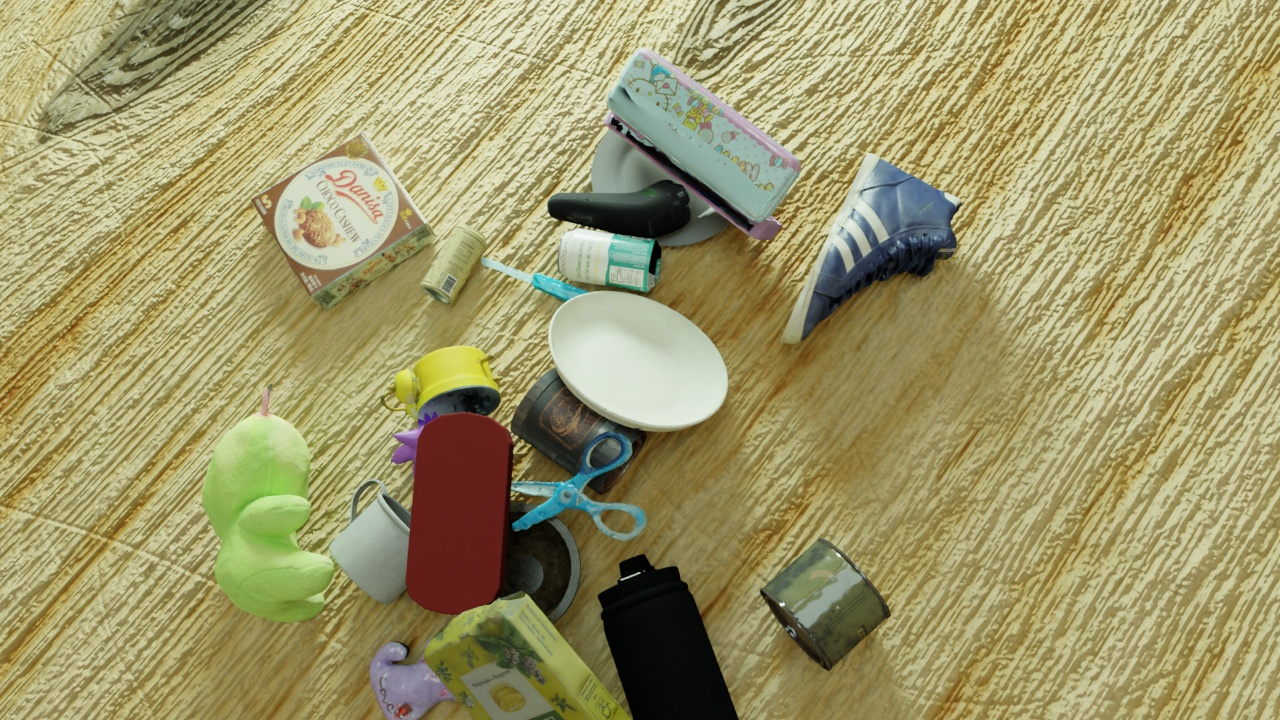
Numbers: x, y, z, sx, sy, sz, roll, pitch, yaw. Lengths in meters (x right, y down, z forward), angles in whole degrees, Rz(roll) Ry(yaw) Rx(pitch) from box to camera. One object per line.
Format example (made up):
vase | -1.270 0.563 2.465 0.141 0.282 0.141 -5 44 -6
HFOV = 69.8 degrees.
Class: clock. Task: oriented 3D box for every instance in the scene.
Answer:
clock | -0.195 0.031 0.903 0.118 0.083 0.057 -17 66 -5

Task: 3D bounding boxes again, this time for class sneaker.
sneaker | 0.239 -0.091 0.916 0.118 0.091 0.232 24 66 9

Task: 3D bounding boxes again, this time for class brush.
brush | -0.157 0.134 0.814 0.082 0.042 0.173 2 81 3

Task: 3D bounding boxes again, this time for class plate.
plate | -0.005 0.005 0.888 0.182 0.034 0.182 15 41 -13
plate | 0.035 -0.204 1.003 0.178 0.012 0.178 -1 71 3

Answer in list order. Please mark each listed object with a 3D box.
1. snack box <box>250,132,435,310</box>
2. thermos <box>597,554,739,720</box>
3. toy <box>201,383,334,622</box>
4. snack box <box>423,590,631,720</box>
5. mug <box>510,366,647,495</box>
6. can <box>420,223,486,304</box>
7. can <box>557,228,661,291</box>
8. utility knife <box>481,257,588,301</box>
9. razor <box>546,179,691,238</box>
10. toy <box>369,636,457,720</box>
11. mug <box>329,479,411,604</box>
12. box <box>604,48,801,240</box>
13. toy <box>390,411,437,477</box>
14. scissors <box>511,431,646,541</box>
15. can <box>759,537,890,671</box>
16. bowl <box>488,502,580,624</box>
snack box | -0.321 -0.152 0.994 0.147 0.041 0.143 -34 72 -7
thermos | 0.023 0.268 0.805 0.086 0.086 0.198 -20 71 -3
toy | -0.351 0.141 0.849 0.107 0.151 0.196 -17 68 -34
snack box | -0.090 0.283 0.762 0.122 0.045 0.181 -31 100 34
mug | -0.048 0.056 0.889 0.107 0.080 0.115 35 66 13
can | -0.197 -0.102 0.971 0.038 0.038 0.079 24 75 11
can | -0.031 -0.104 0.951 0.102 0.055 0.054 9 72 7
utility knife | -0.094 -0.080 0.967 0.167 0.015 0.022 24 74 9
razor | -0.022 -0.163 0.964 0.151 0.054 0.067 5 58 13
toy | -0.199 0.285 0.841 0.099 0.036 0.080 -31 73 -5
mug | -0.246 0.167 0.863 0.070 0.084 0.113 -45 60 -9
box | 0.068 -0.221 0.934 0.214 0.090 0.091 41 110 15
toy | -0.191 0.083 0.883 0.106 0.088 0.055 -7 64 1
scissors | -0.060 0.110 0.832 0.140 0.013 0.118 7 89 9
can | 0.162 0.215 0.811 0.074 0.090 0.090 -39 73 -9
bowl | -0.113 0.197 0.854 0.121 0.056 0.121 -1 71 3
